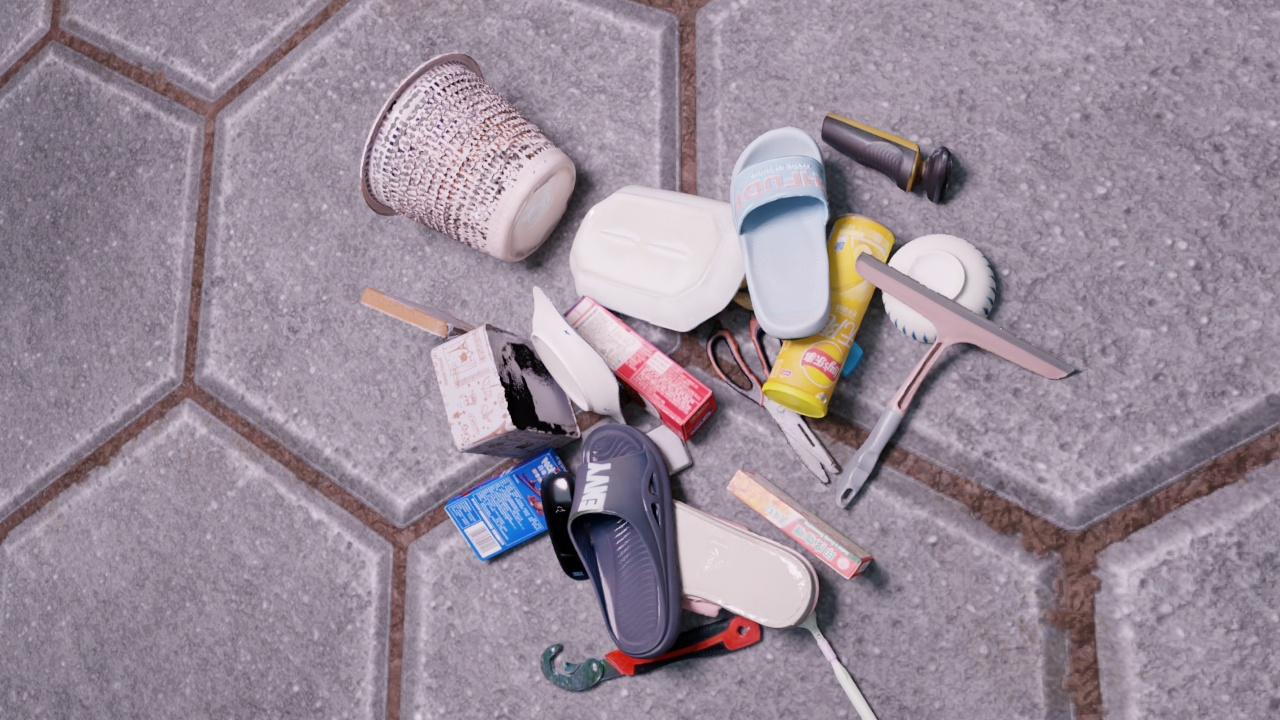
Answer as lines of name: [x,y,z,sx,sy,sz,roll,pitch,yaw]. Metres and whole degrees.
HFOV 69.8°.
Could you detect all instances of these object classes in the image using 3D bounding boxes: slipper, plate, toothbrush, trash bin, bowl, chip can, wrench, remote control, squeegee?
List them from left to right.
trash bin: [-0.197,-0.231,1.132,0.192,0.227,0.227,34,94,11]
remote control: [-0.084,0.197,1.075,0.053,0.024,0.136,-13,99,14]
plate: [-0.081,0.005,1.058,0.034,0.164,0.163,-37,66,-14]
slipper: [-0.022,0.187,1.002,0.111,0.083,0.267,-23,63,25]
remote control: [-0.007,0.126,1.083,0.135,0.019,0.056,-30,71,15]
wrench: [0.007,0.332,1.045,0.274,0.016,0.056,-17,75,20]
plate: [0.011,-0.130,1.068,0.266,0.034,0.162,22,85,41]
slipper: [0.071,0.222,1.014,0.275,0.054,0.114,10,81,33]
slipper: [0.147,-0.139,0.950,0.104,0.074,0.245,-5,67,8]
chip can: [0.201,-0.049,0.980,0.072,0.072,0.213,19,78,24]
toothbrush: [0.219,0.343,0.955,0.029,0.020,0.189,-26,70,-18]
squeegee: [0.272,0.049,0.963,0.247,0.040,0.250,28,105,-3]
bowl: [0.310,-0.080,0.963,0.117,0.066,0.116,-4,80,22]

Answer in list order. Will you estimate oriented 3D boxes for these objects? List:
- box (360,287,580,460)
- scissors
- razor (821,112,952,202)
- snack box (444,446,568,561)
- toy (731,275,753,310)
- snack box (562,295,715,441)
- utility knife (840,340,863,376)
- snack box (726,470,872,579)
box: [-0.194,0.000,1.096,0.125,0.178,0.274,-46,69,9]
scissors: [0.160,0.033,1.033,0.206,0.015,0.196,15,86,24]
razor: [0.272,-0.233,1.018,0.167,0.062,0.067,34,64,29]
snack box: [-0.150,0.175,1.111,0.157,0.026,0.084,-28,102,16]
toy: [0.114,-0.109,1.041,0.158,0.066,0.105,-31,76,30]
snack box: [-0.006,0.006,1.074,0.207,0.057,0.058,38,76,24]
utility knife: [0.178,-0.072,1.043,0.034,0.018,0.216,-41,67,12]
snack box: [0.169,0.172,0.972,0.156,0.077,0.027,36,95,24]
